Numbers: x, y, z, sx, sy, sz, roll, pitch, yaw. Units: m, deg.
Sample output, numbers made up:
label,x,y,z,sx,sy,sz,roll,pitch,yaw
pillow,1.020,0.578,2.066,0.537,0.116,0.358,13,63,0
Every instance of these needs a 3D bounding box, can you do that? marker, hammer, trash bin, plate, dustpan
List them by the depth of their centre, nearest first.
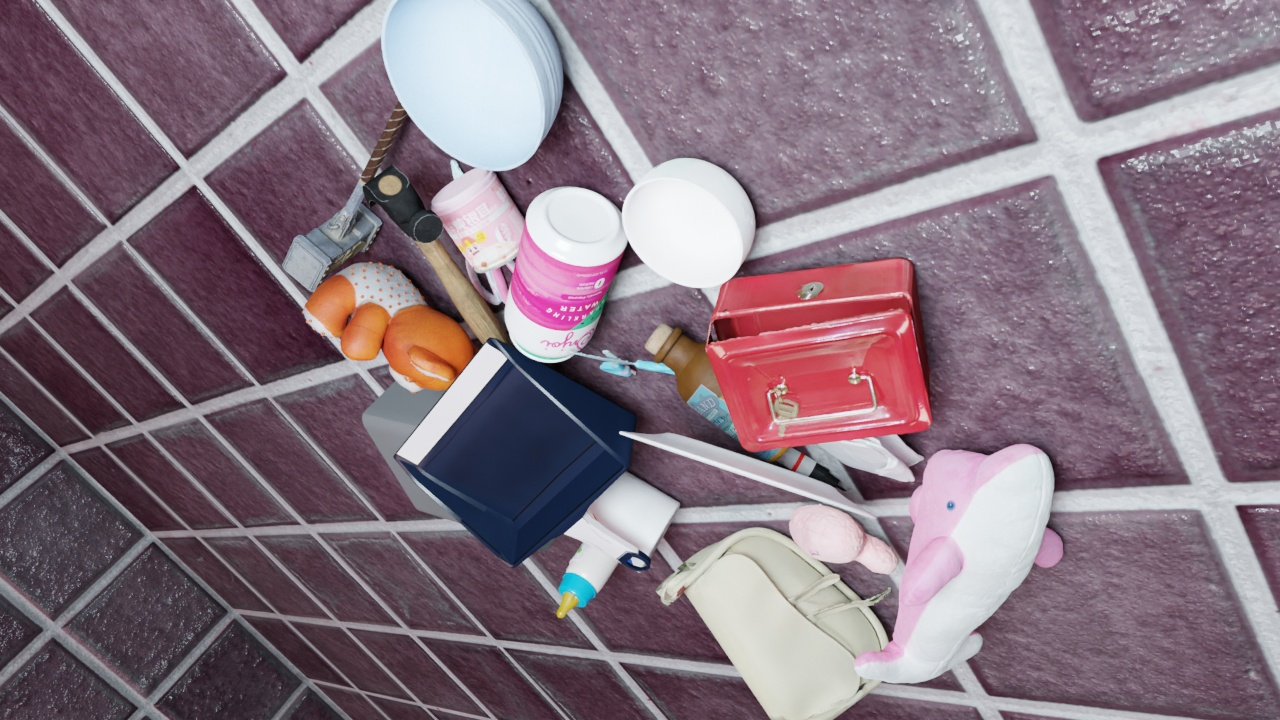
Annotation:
label,x,y,z,sx,sy,sz,roll,pitch,yaw
plate,0.098,0.098,0.840,0.242,0.016,0.242,18,175,1
hammer,-0.252,-0.188,0.872,0.044,0.098,0.323,41,134,-6
marker,0.136,0.089,0.896,0.145,0.019,0.019,31,142,8
hammer,-0.177,-0.066,0.917,0.132,0.040,0.306,43,167,38
dustpan,-0.100,0.132,0.958,0.273,0.080,0.237,30,130,-19
trash bin,-0.209,0.124,1.143,0.220,0.097,0.192,9,135,34

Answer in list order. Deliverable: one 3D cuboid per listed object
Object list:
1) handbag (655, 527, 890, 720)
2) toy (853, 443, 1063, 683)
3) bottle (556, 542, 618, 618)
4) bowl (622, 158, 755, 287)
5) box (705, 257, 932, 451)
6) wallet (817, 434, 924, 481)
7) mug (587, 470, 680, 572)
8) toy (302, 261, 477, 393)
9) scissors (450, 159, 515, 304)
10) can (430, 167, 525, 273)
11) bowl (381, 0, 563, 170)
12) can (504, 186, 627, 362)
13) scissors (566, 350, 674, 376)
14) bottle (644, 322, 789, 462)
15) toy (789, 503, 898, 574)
label,x,y,z,sx,sy,sz,roll,pitch,yaw
handbag,0.154,0.274,0.960,0.229,0.183,0.132,52,141,7
toy,0.267,0.166,0.799,0.128,0.186,0.266,52,136,49
bottle,-0.062,0.255,1.122,0.051,0.145,0.051,22,140,19
bowl,0.043,-0.114,0.728,0.105,0.054,0.105,21,141,18
box,0.141,0.002,0.716,0.159,0.086,0.129,-6,126,21
wallet,0.189,0.077,0.794,0.086,0.032,0.116,9,165,40
mug,-0.016,0.186,1.067,0.090,0.091,0.121,30,161,9
toy,-0.251,-0.029,0.973,0.172,0.163,0.093,38,106,10
scissors,-0.161,-0.123,0.910,0.077,0.017,0.174,13,138,31
can,-0.146,-0.130,0.847,0.067,0.067,0.076,-5,127,42
bowl,-0.118,-0.232,0.712,0.151,0.074,0.151,22,141,19
can,-0.071,-0.074,0.830,0.088,0.088,0.166,32,143,6
scissors,-0.003,0.005,0.878,0.126,0.015,0.136,5,176,10
bottle,0.075,0.022,0.834,0.157,0.067,0.068,36,143,1
toy,0.200,0.178,0.903,0.105,0.053,0.108,23,173,-5
